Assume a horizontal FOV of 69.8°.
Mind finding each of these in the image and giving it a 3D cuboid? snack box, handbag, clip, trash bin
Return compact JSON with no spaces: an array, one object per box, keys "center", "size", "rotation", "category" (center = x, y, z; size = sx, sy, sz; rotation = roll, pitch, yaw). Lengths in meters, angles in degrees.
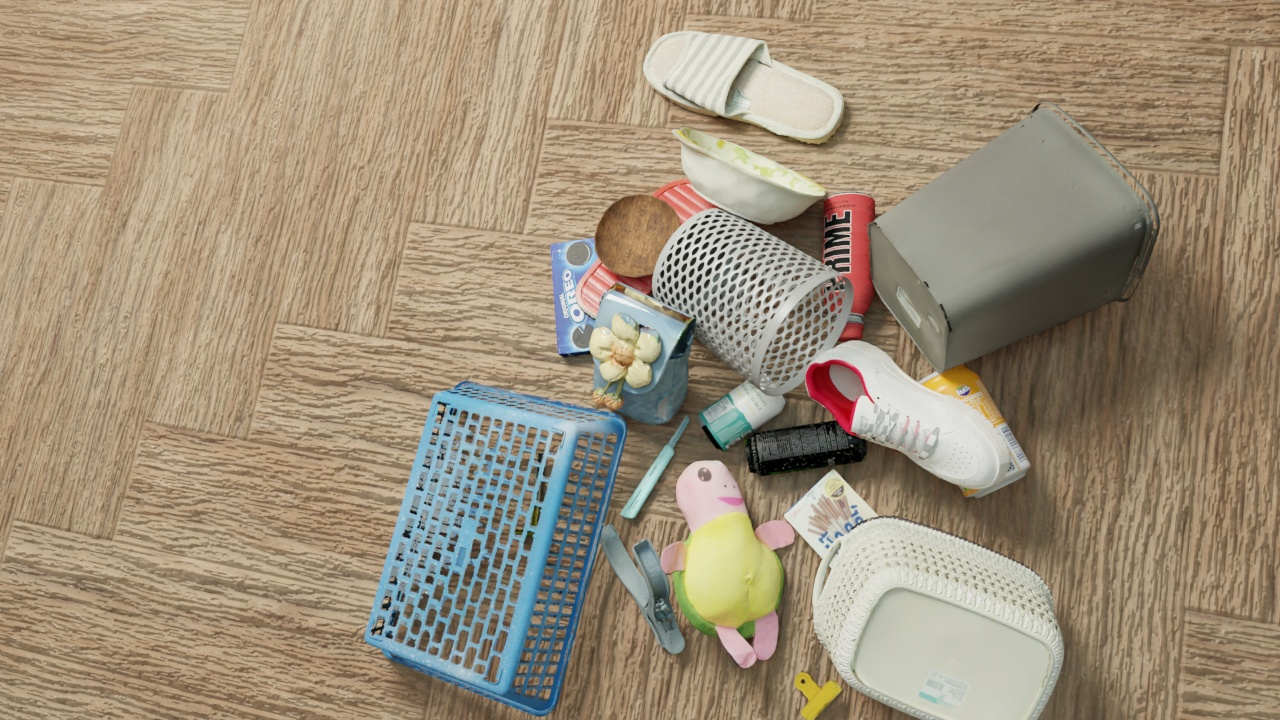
[{"center":[0.246,0.208,1.062],"size":[0.082,0.026,0.150],"rotation":[-42,75,1],"category":"snack box"},{"center":[-0.006,0.006,1.063],"size":[0.122,0.192,0.118],"rotation":[27,54,14],"category":"handbag"},{"center":[0.198,0.378,1.043],"size":[0.048,0.046,0.054],"rotation":[42,90,-17],"category":"clip"},{"center":[0.383,-0.118,0.989],"size":[0.220,0.197,0.197],"rotation":[-28,59,0],"category":"trash bin"},{"center":[-0.071,-0.082,1.181],"size":[0.082,0.027,0.150],"rotation":[-8,77,8],"category":"snack box"},{"center":[0.124,-0.074,1.062],"size":[0.183,0.156,0.156],"rotation":[39,88,31],"category":"trash bin"},{"center":[0.011,0.253,1.040],"size":[0.030,0.165,0.172],"rotation":[-29,78,-19],"category":"clip"}]

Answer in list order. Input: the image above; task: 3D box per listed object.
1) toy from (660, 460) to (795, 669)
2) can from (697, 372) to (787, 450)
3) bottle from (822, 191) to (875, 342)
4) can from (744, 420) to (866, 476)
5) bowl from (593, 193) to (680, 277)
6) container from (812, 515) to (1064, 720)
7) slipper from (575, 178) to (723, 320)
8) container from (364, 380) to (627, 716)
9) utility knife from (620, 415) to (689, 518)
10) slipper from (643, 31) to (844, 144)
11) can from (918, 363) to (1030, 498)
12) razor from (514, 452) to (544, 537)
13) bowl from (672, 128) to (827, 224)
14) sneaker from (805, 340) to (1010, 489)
[{"center":[0.097,0.229,1.053],"size":[0.189,0.088,0.238],"rotation":[-9,75,-29],"category":"toy"},{"center":[0.122,0.061,1.101],"size":[0.101,0.055,0.055],"rotation":[-35,75,3],"category":"can"},{"center":[0.250,-0.110,1.105],"size":[0.062,0.062,0.176],"rotation":[1,79,11],"category":"bottle"},{"center":[0.194,0.102,1.079],"size":[0.138,0.054,0.054],"rotation":[-10,77,9],"category":"can"},{"center":[-0.003,-0.147,1.117],"size":[0.102,0.026,0.114],"rotation":[17,70,9],"category":"bowl"},{"center":[0.310,0.283,0.956],"size":[0.251,0.143,0.185],"rotation":[21,102,5],"category":"container"},{"center":[0.017,-0.134,1.157],"size":[0.103,0.059,0.248],"rotation":[41,74,16],"category":"slipper"},{"center":[-0.184,0.210,1.091],"size":[0.257,0.089,0.362],"rotation":[11,81,24],"category":"container"},{"center":[0.022,0.132,1.129],"size":[0.022,0.015,0.147],"rotation":[28,83,47],"category":"utility knife"},{"center":[0.132,-0.357,1.184],"size":[0.273,0.054,0.114],"rotation":[23,79,14],"category":"slipper"},{"center":[0.370,0.079,1.035],"size":[0.079,0.079,0.142],"rotation":[-27,75,5],"category":"can"},{"center":[-0.129,0.168,1.149],"size":[0.042,0.026,0.105],"rotation":[1,75,14],"category":"razor"},{"center":[0.123,-0.213,1.101],"size":[0.188,0.219,0.060],"rotation":[51,122,50],"category":"bowl"},{"center":[0.275,0.067,0.997],"size":[0.236,0.104,0.090],"rotation":[43,131,32],"category":"sneaker"}]
